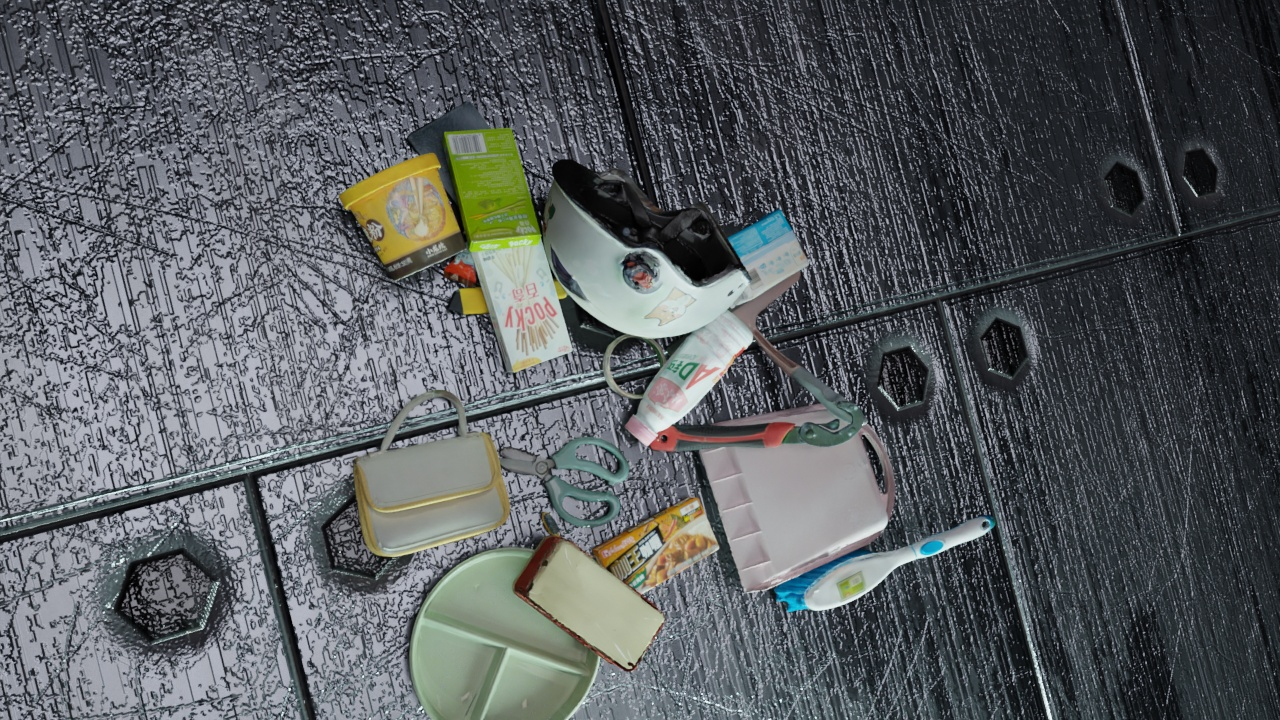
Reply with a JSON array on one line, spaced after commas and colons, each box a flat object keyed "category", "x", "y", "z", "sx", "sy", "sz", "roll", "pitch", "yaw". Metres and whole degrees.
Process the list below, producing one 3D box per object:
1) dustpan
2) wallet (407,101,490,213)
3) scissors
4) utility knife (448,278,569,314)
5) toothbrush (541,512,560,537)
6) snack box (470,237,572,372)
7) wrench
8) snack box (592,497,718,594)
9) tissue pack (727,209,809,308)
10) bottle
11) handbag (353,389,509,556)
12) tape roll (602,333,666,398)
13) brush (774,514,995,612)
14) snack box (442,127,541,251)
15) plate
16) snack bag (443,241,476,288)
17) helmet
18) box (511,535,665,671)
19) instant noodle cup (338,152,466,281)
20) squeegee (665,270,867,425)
[{"category": "dustpan", "x": 0.223, "y": 0.173, "z": 1.247, "sx": 0.273, "sy": 0.139, "sz": 0.222, "roll": -15, "pitch": 80, "yaw": 0}, {"category": "wallet", "x": -0.215, "y": -0.250, "z": 1.132, "sx": 0.097, "sy": 0.019, "sz": 0.121, "roll": -38, "pitch": 95, "yaw": -22}, {"category": "scissors", "x": -0.099, "y": 0.160, "z": 1.131, "sx": 0.185, "sy": 0.019, "sz": 0.132, "roll": -2, "pitch": 84, "yaw": -22}, {"category": "utility knife", "x": -0.145, "y": -0.081, "z": 1.142, "sx": 0.195, "sy": 0.015, "sz": 0.033, "roll": -9, "pitch": 93, "yaw": -25}, {"category": "toothbrush", "x": -0.071, "y": 0.269, "z": 1.127, "sx": 0.016, "sy": 0.018, "sz": 0.191, "roll": -31, "pitch": 96, "yaw": -22}, {"category": "snack box", "x": -0.143, "y": -0.072, "z": 1.116, "sx": 0.084, "sy": 0.027, "sz": 0.157, "roll": -22, "pitch": 104, "yaw": -27}, {"category": "wrench", "x": 0.146, "y": 0.092, "z": 1.170, "sx": 0.273, "sy": 0.016, "sz": 0.056, "roll": -7, "pitch": 96, "yaw": 8}, {"category": "snack box", "x": 0.021, "y": 0.240, "z": 1.165, "sx": 0.153, "sy": 0.026, "sz": 0.075, "roll": -25, "pitch": 93, "yaw": -23}, {"category": "tissue pack", "x": 0.156, "y": -0.140, "z": 1.249, "sx": 0.139, "sy": 0.063, "sz": 0.090, "roll": -31, "pitch": 95, "yaw": -22}, {"category": "bottle", "x": 0.057, "y": 0.022, "z": 1.168, "sx": 0.068, "sy": 0.068, "sz": 0.197, "roll": 42, "pitch": 87, "yaw": -13}, {"category": "handbag", "x": -0.244, "y": 0.125, "z": 1.053, "sx": 0.163, "sy": 0.063, "sz": 0.178, "roll": -11, "pitch": 84, "yaw": -25}, {"category": "tape roll", "x": -0.007, "y": 0.007, "z": 1.190, "sx": 0.085, "sy": 0.014, "sz": 0.085, "roll": 3, "pitch": 82, "yaw": -22}, {"category": "brush", "x": 0.337, "y": 0.272, "z": 1.252, "sx": 0.313, "sy": 0.110, "sz": 0.060, "roll": -18, "pitch": 89, "yaw": -26}, {"category": "snack box", "x": -0.178, "y": -0.205, "z": 1.094, "sx": 0.085, "sy": 0.026, "sz": 0.156, "roll": -10, "pitch": 69, "yaw": -21}, {"category": "plate", "x": -0.157, "y": 0.335, "z": 1.078, "sx": 0.230, "sy": 0.028, "sz": 0.230, "roll": 3, "pitch": 82, "yaw": -24}, {"category": "snack bag", "x": -0.196, "y": -0.139, "z": 1.120, "sx": 0.048, "sy": 0.026, "sz": 0.104, "roll": 24, "pitch": 70, "yaw": 11}, {"category": "helmet", "x": -0.010, "y": -0.118, "z": 1.115, "sx": 0.273, "sy": 0.229, "sz": 0.157, "roll": 16, "pitch": 119, "yaw": -26}, {"category": "box", "x": -0.056, "y": 0.281, "z": 1.069, "sx": 0.168, "sy": 0.080, "sz": 0.091, "roll": 40, "pitch": 71, "yaw": -14}, {"category": "instant noodle cup", "x": -0.265, "y": -0.161, "z": 1.051, "sx": 0.118, "sy": 0.119, "sz": 0.114, "roll": -29, "pitch": 103, "yaw": -23}, {"category": "squeegee", "x": 0.205, "y": 0.009, "z": 1.224, "sx": 0.247, "sy": 0.040, "sz": 0.249, "roll": -34, "pitch": 62, "yaw": -23}]
